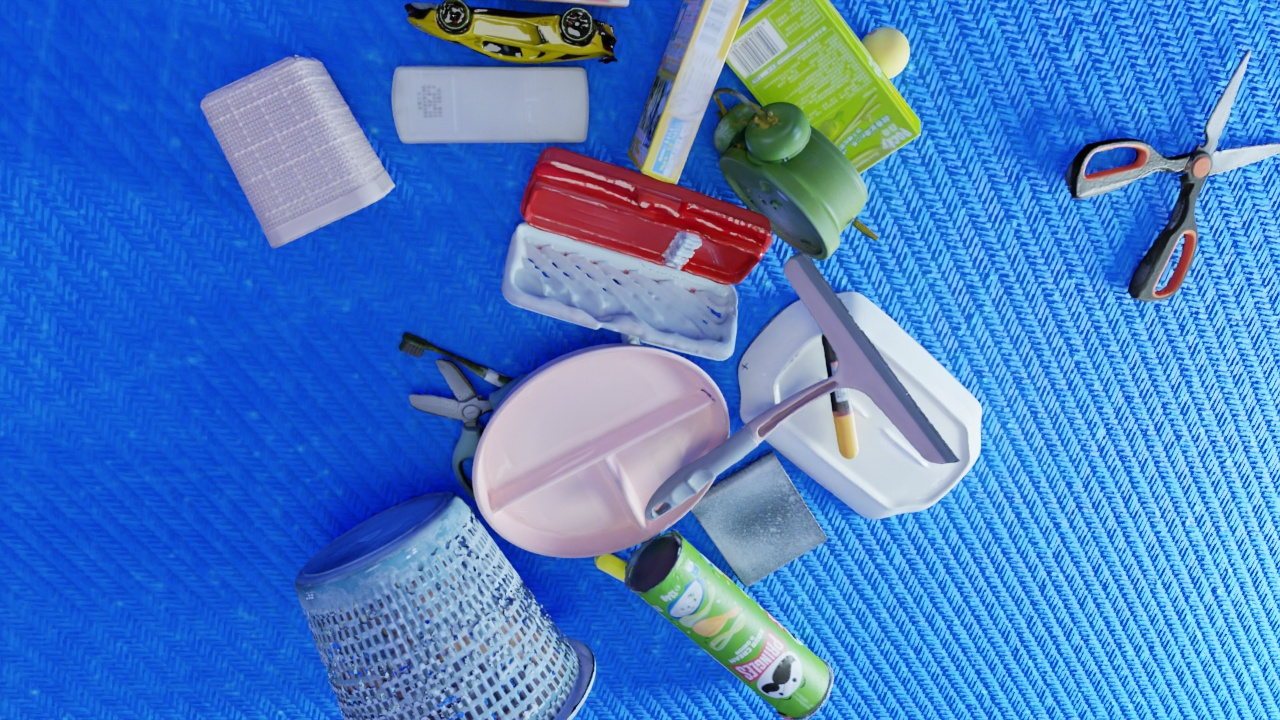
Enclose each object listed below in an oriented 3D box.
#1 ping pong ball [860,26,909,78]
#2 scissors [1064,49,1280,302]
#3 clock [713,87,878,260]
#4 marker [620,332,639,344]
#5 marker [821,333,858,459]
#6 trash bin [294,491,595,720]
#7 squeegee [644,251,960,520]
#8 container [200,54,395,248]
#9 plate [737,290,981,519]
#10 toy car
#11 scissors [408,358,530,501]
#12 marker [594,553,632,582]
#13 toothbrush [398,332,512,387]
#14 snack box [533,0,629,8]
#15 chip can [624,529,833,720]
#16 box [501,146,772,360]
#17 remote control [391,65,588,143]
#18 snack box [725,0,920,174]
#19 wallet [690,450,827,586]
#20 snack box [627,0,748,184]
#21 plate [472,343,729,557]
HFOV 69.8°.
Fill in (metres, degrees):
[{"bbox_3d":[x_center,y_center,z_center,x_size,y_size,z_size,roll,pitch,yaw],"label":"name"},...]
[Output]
[{"bbox_3d":[0.193,-0.244,0.729,0.040,0.040,0.040,-3,111,-8],"label":"ping pong ball"},{"bbox_3d":[0.475,-0.161,0.817,0.220,0.021,0.234,4,110,-15],"label":"scissors"},{"bbox_3d":[0.111,-0.149,0.716,0.056,0.116,0.161,-47,114,-3],"label":"clock"},{"bbox_3d":[-0.005,0.005,0.808,0.017,0.017,0.145,-11,112,-4],"label":"marker"},{"bbox_3d":[0.175,0.030,0.808,0.018,0.015,0.124,-14,110,-2],"label":"marker"},{"bbox_3d":[-0.178,0.227,0.777,0.226,0.226,0.195,-24,100,1],"label":"trash bin"},{"bbox_3d":[0.103,0.063,0.796,0.250,0.040,0.247,-35,113,13],"label":"squeegee"},{"bbox_3d":[-0.250,-0.156,0.673,0.090,0.090,0.111,-24,109,1],"label":"container"},{"bbox_3d":[0.211,0.052,0.848,0.265,0.034,0.162,39,101,-20],"label":"plate"},{"bbox_3d":[-0.093,-0.240,0.673,0.156,0.071,0.041,4,106,-7],"label":"toy car"},{"bbox_3d":[-0.121,0.073,0.808,0.170,0.019,0.181,8,117,-10],"label":"scissors"},{"bbox_3d":[0.007,0.217,0.893,0.124,0.015,0.018,33,88,-21],"label":"marker"},{"bbox_3d":[-0.122,0.021,0.799,0.185,0.012,0.017,25,111,-17],"label":"toothbrush"},{"bbox_3d":[-0.055,-0.303,0.650,0.092,0.077,0.094,1,111,-9],"label":"snack box"},{"bbox_3d":[0.088,0.258,0.885,0.072,0.072,0.236,-43,112,8],"label":"chip can"},{"bbox_3d":[-0.001,-0.079,0.731,0.201,0.100,0.103,15,145,-14],"label":"box"},{"bbox_3d":[-0.115,-0.198,0.711,0.150,0.021,0.058,-2,111,-8],"label":"remote control"},{"bbox_3d":[0.141,-0.216,0.722,0.086,0.026,0.156,-31,115,35],"label":"snack box"},{"bbox_3d":[0.113,0.154,0.883,0.097,0.019,0.121,-31,113,6],"label":"wallet"},{"bbox_3d":[0.032,-0.210,0.694,0.033,0.087,0.140,19,106,-15],"label":"snack box"},{"bbox_3d":[-0.033,0.080,0.797,0.229,0.028,0.230,-10,126,-14],"label":"plate"}]
